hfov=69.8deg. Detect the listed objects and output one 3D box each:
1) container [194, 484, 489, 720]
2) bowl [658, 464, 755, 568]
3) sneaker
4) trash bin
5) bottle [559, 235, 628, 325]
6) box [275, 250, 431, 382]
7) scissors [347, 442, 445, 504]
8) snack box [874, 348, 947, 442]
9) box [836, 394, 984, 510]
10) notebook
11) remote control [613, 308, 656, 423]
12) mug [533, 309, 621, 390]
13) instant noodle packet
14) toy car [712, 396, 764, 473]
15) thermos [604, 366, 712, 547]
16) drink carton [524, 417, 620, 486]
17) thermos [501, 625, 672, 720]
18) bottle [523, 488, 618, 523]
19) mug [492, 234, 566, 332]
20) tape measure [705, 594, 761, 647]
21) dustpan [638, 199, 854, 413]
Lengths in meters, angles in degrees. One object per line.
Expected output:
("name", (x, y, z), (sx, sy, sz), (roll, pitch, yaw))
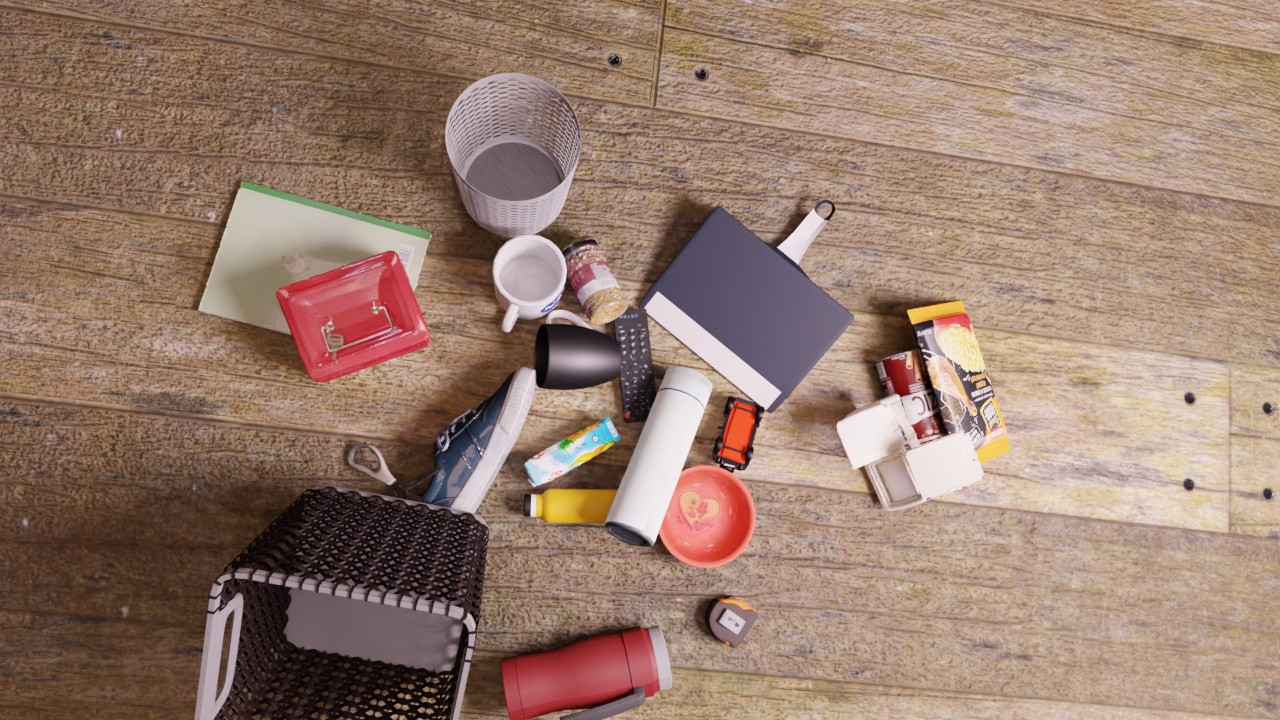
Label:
("container", (-0.301, 0.296, 0.990), (0.245, 0.243, 0.248), (12, 104, -6))
("bowl", (0.081, 0.202, 1.190), (0.130, 0.045, 0.130), (1, 82, -7))
("sneaker", (-0.211, 0.104, 1.149), (0.087, 0.089, 0.235), (29, 83, 2))
("trash bin", (-0.160, -0.246, 1.152), (0.156, 0.183, 0.156), (1, 81, -8))
("bottle", (-0.062, -0.104, 1.199), (0.056, 0.056, 0.105), (-24, 73, -10))
("box", (-0.353, -0.053, 1.142), (0.157, 0.087, 0.129), (-20, 85, -14))
("scissors", (-0.311, 0.160, 1.130), (0.171, 0.012, 0.157), (-47, 68, 12))
("snack box", (0.367, 0.050, 1.237), (0.072, 0.072, 0.121), (-13, 83, -9))
("box", (0.313, 0.119, 1.150), (0.104, 0.188, 0.143), (-18, 78, -25))
("notebook", (-0.418, -0.116, 1.188), (0.252, 0.010, 0.181), (15, 80, -6))
("remote control", (-0.007, 0.007, 1.220), (0.047, 0.022, 0.150), (-5, 84, -9))
("mug", (-0.082, -0.017, 1.190), (0.100, 0.085, 0.118), (2, 51, -19))
("instant noodle packet", (0.433, 0.030, 1.237), (0.159, 0.032, 0.220), (-11, 82, -45))
("toy car", (0.126, 0.099, 1.209), (0.051, 0.049, 0.100), (18, 65, 2))
("thermos", (0.025, 0.118, 1.157), (0.068, 0.068, 0.229), (25, 63, -4))
("drink carton", (-0.090, 0.119, 1.181), (0.128, 0.044, 0.038), (-28, 86, -12))
("thermos", (-0.063, 0.390, 1.115), (0.198, 0.108, 0.084), (-10, 120, -7))
("bottle", (-0.077, 0.186, 1.173), (0.143, 0.043, 0.043), (2, 82, -7))
("mug", (-0.150, -0.092, 1.179), (0.091, 0.090, 0.121), (26, 79, -3))
("tape measure", (0.115, 0.333, 1.180), (0.059, 0.038, 0.058), (37, 79, -1))
("dustpan", (0.175, -0.110, 1.252), (0.236, 0.080, 0.273), (39, 99, -1))
